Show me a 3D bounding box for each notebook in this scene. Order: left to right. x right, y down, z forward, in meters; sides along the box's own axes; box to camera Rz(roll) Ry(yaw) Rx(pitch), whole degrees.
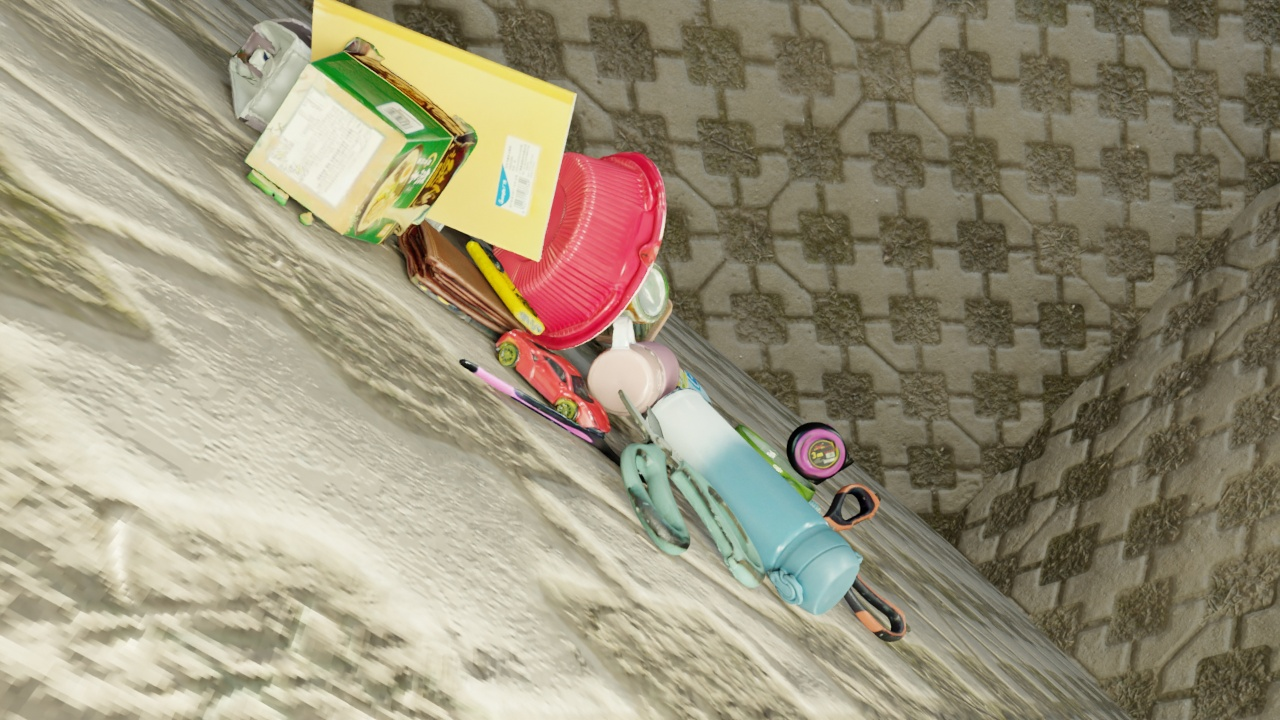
[{"bbox_3d":[-0.158,-0.171,0.696,0.206,0.146,0.010,22,38,5],"label":"notebook"}]

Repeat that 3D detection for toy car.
[{"bbox_3d":[-0.061,0.017,0.674,0.106,0.031,0.049,45,9,17],"label":"toy car"}]

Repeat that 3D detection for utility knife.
[{"bbox_3d":[-0.111,-0.063,0.745,0.033,0.015,0.154,39,6,-40],"label":"utility knife"}]

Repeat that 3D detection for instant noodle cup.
[{"bbox_3d":[-0.067,-0.108,0.803,0.065,0.194,0.194,24,15,-38],"label":"instant noodle cup"}]

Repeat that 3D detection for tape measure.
[{"bbox_3d":[0.172,0.089,0.900,0.058,0.057,0.039,56,2,-6],"label":"tape measure"}]

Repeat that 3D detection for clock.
[{"bbox_3d":[0.114,0.116,0.897,0.116,0.056,0.161,41,7,13],"label":"clock"}]

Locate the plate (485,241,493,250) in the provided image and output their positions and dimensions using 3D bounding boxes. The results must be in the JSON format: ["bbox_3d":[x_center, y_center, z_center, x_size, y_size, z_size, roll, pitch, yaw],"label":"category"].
[{"bbox_3d":[-0.153,-0.159,0.996,0.229,0.028,0.230,48,-12,13],"label":"plate"}]

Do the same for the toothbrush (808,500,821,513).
[{"bbox_3d":[0.102,0.099,1.000,0.224,0.027,0.027,38,40,19],"label":"toothbrush"}]

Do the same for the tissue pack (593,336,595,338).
[{"bbox_3d":[-0.085,-0.086,1.133,0.157,0.052,0.095,46,8,39],"label":"tissue pack"}]

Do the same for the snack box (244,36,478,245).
[{"bbox_3d":[-0.196,-0.146,0.630,0.118,0.118,0.105,37,12,-7],"label":"snack box"}]

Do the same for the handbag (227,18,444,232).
[{"bbox_3d":[-0.256,-0.210,0.819,0.197,0.098,0.145,35,3,-42],"label":"handbag"}]

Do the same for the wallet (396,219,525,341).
[{"bbox_3d":[-0.145,-0.064,0.738,0.101,0.032,0.124,40,6,-31],"label":"wallet"}]

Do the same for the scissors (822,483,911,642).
[{"bbox_3d":[0.175,0.169,0.826,0.222,0.015,0.189,-3,67,-47],"label":"scissors"}]

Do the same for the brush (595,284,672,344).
[{"bbox_3d":[-0.002,-0.048,1.101,0.063,0.073,0.145,10,27,14],"label":"brush"}]

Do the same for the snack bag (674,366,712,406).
[{"bbox_3d":[0.038,0.019,1.210,0.110,0.039,0.191,31,2,19],"label":"snack bag"}]

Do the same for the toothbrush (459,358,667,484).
[{"bbox_3d":[-0.046,0.043,0.627,0.189,0.017,0.014,35,-34,-31],"label":"toothbrush"}]

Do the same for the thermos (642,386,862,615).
[{"bbox_3d":[0.086,0.110,0.742,0.070,0.070,0.220,33,11,-50],"label":"thermos"}]

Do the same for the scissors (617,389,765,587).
[{"bbox_3d":[0.020,0.085,0.621,0.173,0.019,0.178,55,16,15],"label":"scissors"}]

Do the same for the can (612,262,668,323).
[{"bbox_3d":[-0.047,-0.064,0.872,0.147,0.057,0.058,3,-19,37],"label":"can"}]

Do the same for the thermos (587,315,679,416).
[{"bbox_3d":[-0.005,0.005,0.849,0.067,0.087,0.198,-2,0,9],"label":"thermos"}]
